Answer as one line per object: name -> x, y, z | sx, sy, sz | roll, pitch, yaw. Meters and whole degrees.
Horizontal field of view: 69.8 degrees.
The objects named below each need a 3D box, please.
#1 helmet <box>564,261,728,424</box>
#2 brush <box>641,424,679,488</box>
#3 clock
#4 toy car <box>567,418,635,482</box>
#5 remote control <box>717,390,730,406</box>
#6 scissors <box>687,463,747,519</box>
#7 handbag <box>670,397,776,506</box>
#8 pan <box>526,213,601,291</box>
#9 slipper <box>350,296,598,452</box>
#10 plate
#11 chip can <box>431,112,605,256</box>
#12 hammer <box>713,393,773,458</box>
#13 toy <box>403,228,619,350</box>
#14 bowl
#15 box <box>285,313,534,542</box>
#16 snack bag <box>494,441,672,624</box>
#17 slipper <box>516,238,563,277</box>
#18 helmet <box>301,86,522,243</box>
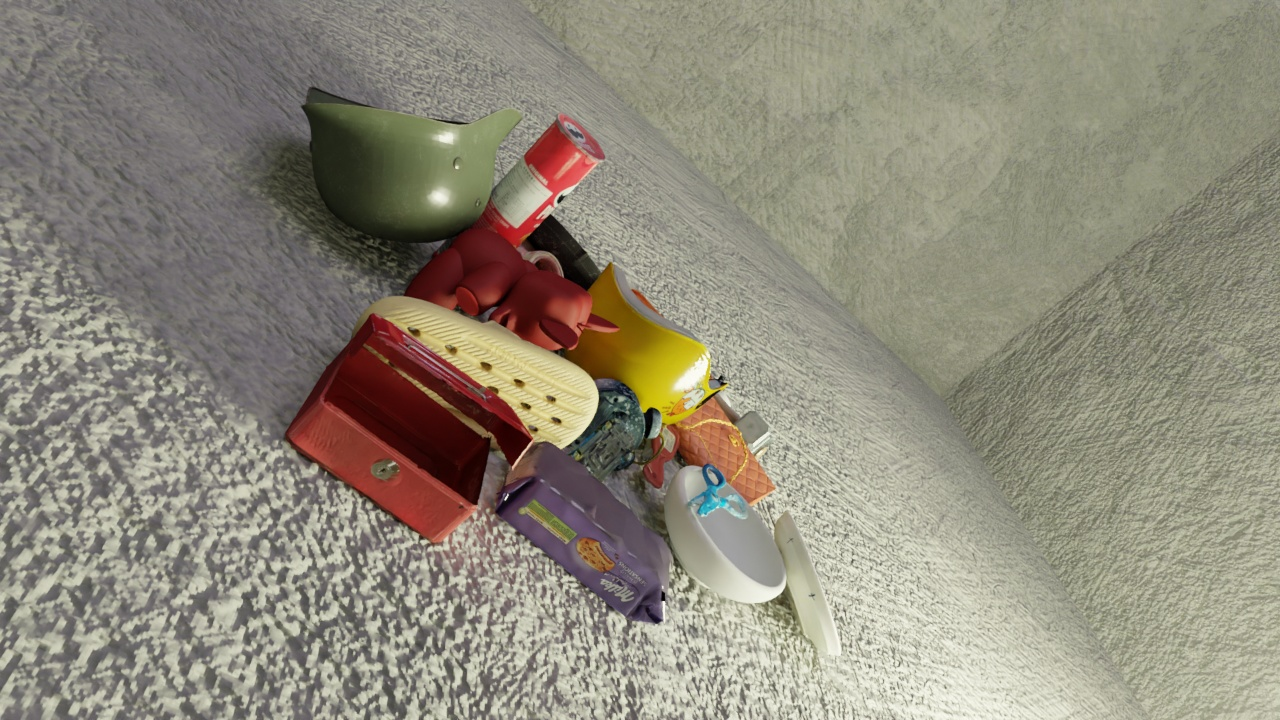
helmet -> -0.007, 0.007, 1.156 | 0.209, 0.139, 0.240 | 44, -3, 25
brush -> 0.018, 0.121, 1.140 | 0.041, 0.030, 0.172 | 46, 19, -7
clock -> -0.029, 0.075, 1.042 | 0.129, 0.090, 0.052 | 38, 15, -15
toy car -> -0.048, 0.105, 0.983 | 0.048, 0.032, 0.105 | 54, 50, -7
remote control -> 0.098, 0.030, 1.463 | 0.136, 0.013, 0.043 | 48, -16, 33
scissors -> 0.077, 0.149, 1.032 | 0.083, 0.015, 0.140 | 56, 22, 18
handbag -> 0.101, 0.123, 1.250 | 0.108, 0.060, 0.172 | -12, 63, -53
pan -> -0.068, -0.088, 1.295 | 0.357, 0.040, 0.208 | 51, -10, -19
slipper -> -0.162, 0.012, 0.888 | 0.261, 0.111, 0.079 | 28, 5, -36
plate -> 0.196, 0.276, 1.127 | 0.182, 0.034, 0.182 | -12, 83, -89
chip can -> -0.146, -0.179, 1.072 | 0.073, 0.233, 0.073 | 39, 23, -21
hammer -> 0.075, 0.019, 1.383 | 0.323, 0.051, 0.117 | 49, -12, 16
toy -> -0.135, -0.060, 0.993 | 0.197, 0.121, 0.158 | 27, 14, 12
bowl -> 0.084, 0.209, 1.051 | 0.176, 0.066, 0.176 | 40, 20, -19
box -> -0.190, 0.053, 0.757 | 0.157, 0.122, 0.136 | 37, 3, -18
snack bag -> -0.045, 0.162, 0.881 | 0.205, 0.058, 0.096 | 41, 19, -15
slipper -> -0.135, -0.102, 1.181 | 0.093, 0.082, 0.197 | 30, 28, -43
helmet -> -0.252, -0.204, 0.983 | 0.227, 0.154, 0.267 | 8, 5, 9
